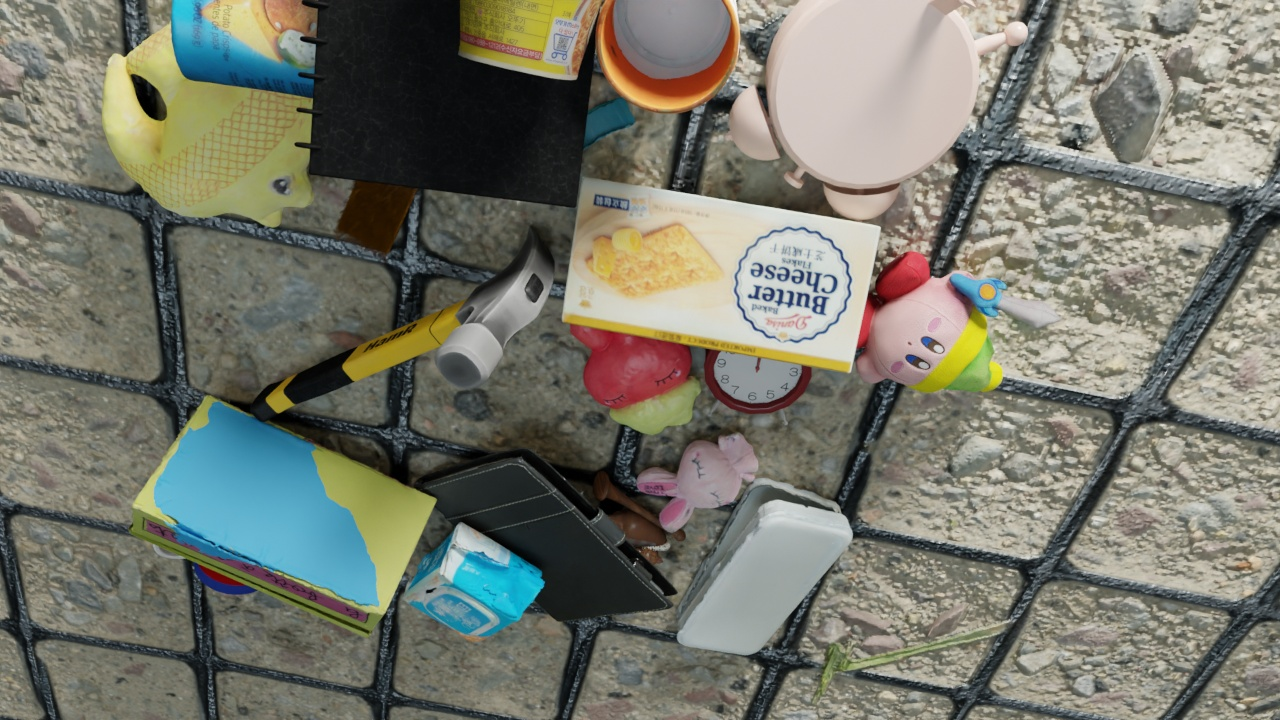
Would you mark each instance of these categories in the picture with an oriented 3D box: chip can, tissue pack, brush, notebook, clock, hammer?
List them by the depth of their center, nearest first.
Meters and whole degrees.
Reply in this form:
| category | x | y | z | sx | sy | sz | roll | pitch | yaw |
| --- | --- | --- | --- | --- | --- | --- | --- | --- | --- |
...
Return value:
| category | x | y | z | sx | sy | sz | roll | pitch | yaw |
| --- | --- | --- | --- | --- | --- | --- | --- | --- | --- |
| notebook | -0.108 | -0.216 | 0.536 | 0.169 | 0.019 | 0.232 | 5 | 103 | -12 |
| chip can | -0.167 | -0.196 | 0.585 | 0.229 | 0.079 | 0.080 | 7 | 123 | -10 |
| clock | 0.146 | -0.174 | 0.589 | 0.131 | 0.086 | 0.161 | 30 | 126 | -12 |
| brush | -0.187 | -0.135 | 0.680 | 0.048 | 0.017 | 0.127 | 28 | 120 | -11 |
| hammer | -0.197 | -0.009 | 0.708 | 0.325 | 0.169 | 0.034 | -19 | 119 | 33 |
| clock | 0.092 | -0.011 | 0.714 | 0.087 | 0.044 | 0.125 | 7 | 123 | 1 |
| notebook | -0.084 | 0.162 | 0.823 | 0.170 | 0.029 | 0.209 | -20 | 123 | 40 |
| tissue pack | -0.157 | 0.208 | 0.844 | 0.093 | 0.061 | 0.145 | 35 | 139 | -10 |

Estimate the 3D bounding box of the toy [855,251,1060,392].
| category | x | y | z | sx | sy | sz | roll | pitch | yaw |
| --- | --- | --- | --- | --- | --- | --- | --- | --- | --- |
| toy | 0.226 | -0.021 | 0.686 | 0.131 | 0.096 | 0.124 | 39 | 113 | 3 |

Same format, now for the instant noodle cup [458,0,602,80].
| category | x | y | z | sx | sy | sz | roll | pitch | yaw |
| --- | --- | --- | --- | --- | --- | --- | --- | --- | --- |
| instant noodle cup | -0.054 | -0.215 | 0.493 | 0.100 | 0.100 | 0.113 | 11 | 111 | -1 |

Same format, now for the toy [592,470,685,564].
| category | x | y | z | sx | sy | sz | roll | pitch | yaw |
| --- | --- | --- | --- | --- | --- | --- | --- | --- | --- |
| toy | -0.009 | 0.148 | 0.826 | 0.102 | 0.041 | 0.055 | 35 | 106 | -22 |

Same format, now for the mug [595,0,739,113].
| category | x | y | z | sx | sy | sz | roll | pitch | yaw |
| --- | --- | --- | --- | --- | --- | --- | --- | --- | --- |
| mug | 0.019 | -0.207 | 0.563 | 0.082 | 0.105 | 0.082 | 2 | 122 | 4 |

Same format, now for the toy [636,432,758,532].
| category | x | y | z | sx | sy | sz | roll | pitch | yaw |
| --- | --- | --- | --- | --- | --- | --- | --- | --- | --- |
| toy | 0.050 | 0.104 | 0.789 | 0.110 | 0.047 | 0.063 | -34 | 105 | 27 |

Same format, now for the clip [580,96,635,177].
| category | x | y | z | sx | sy | sz | roll | pitch | yaw |
| --- | --- | --- | --- | --- | --- | --- | --- | --- | --- |
| clip | -0.052 | -0.150 | 0.638 | 0.118 | 0.120 | 0.033 | -39 | 116 | -10 |

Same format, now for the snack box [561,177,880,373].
| category | x | y | z | sx | sy | sz | roll | pitch | yaw |
| --- | --- | --- | --- | --- | --- | --- | --- | --- | --- |
| snack box | 0.054 | -0.059 | 0.649 | 0.208 | 0.057 | 0.104 | 10 | 97 | 5 |

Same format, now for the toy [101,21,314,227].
| category | x | y | z | sx | sy | sz | roll | pitch | yaw |
| --- | --- | --- | --- | --- | --- | --- | --- | --- | --- |
| toy | -0.291 | -0.169 | 0.646 | 0.171 | 0.064 | 0.155 | -28 | 104 | 12 |

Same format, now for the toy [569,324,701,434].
| category | x | y | z | sx | sy | sz | roll | pitch | yaw |
| --- | --- | --- | --- | --- | --- | --- | --- | --- | --- |
| toy | -0.004 | 0.004 | 0.732 | 0.092 | 0.045 | 0.135 | -21 | 120 | 15 |

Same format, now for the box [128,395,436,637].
| category | x | y | z | sx | sy | sz | roll | pitch | yaw |
| --- | --- | --- | --- | --- | --- | --- | --- | --- | --- |
| box | -0.304 | 0.134 | 0.791 | 0.221 | 0.124 | 0.079 | 25 | 143 | -11 |

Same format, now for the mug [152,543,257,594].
| category | x | y | z | sx | sy | sz | roll | pitch | yaw |
| --- | --- | --- | --- | --- | --- | --- | --- | --- | --- |
| mug | -0.384 | 0.160 | 0.842 | 0.111 | 0.075 | 0.076 | 11 | 125 | -25 |

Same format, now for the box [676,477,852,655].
| category | x | y | z | sx | sy | sz | roll | pitch | yaw |
| --- | --- | --- | --- | --- | --- | --- | --- | --- | --- |
| box | 0.106 | 0.203 | 0.844 | 0.118 | 0.063 | 0.214 | 21 | 121 | -10 |
